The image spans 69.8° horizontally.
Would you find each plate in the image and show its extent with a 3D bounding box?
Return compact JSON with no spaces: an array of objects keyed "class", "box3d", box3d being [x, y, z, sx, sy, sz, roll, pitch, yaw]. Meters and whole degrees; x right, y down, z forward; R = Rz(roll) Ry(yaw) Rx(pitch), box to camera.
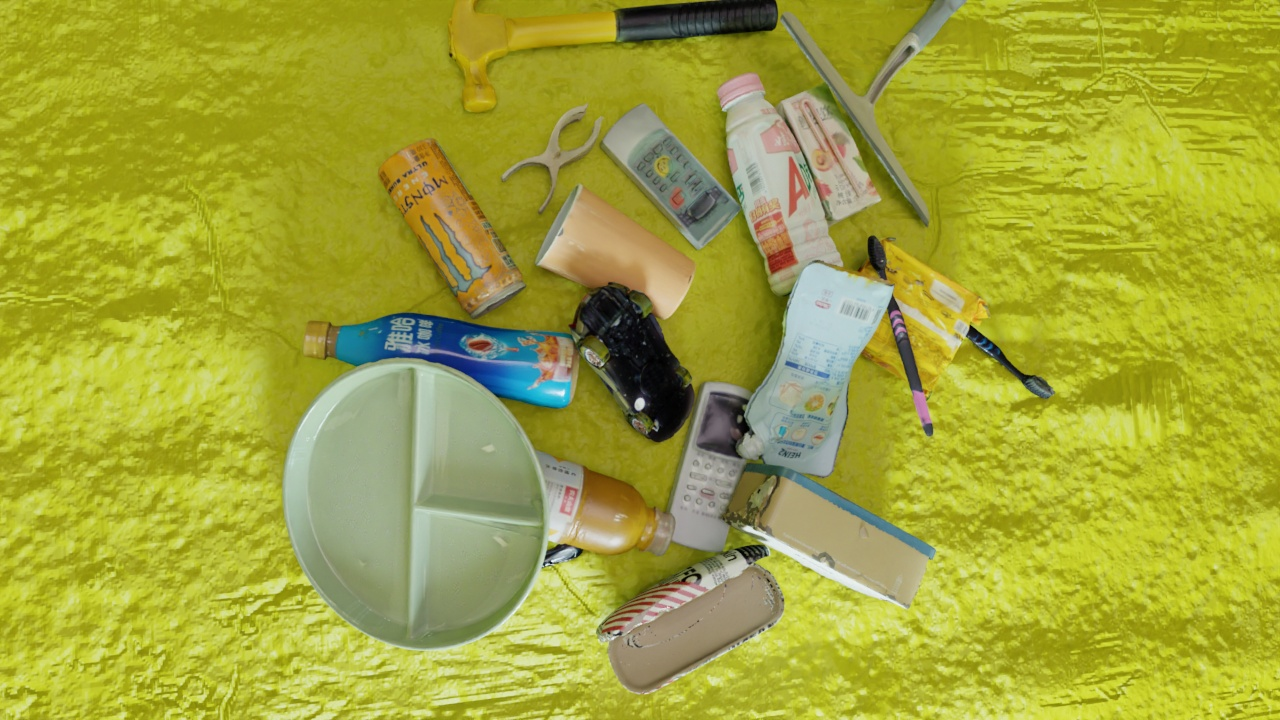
[{"class":"plate","box3d":[-0.175,0.111,0.715,0.230,0.027,0.230,1,95,16]}]

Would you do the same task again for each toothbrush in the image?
[{"class":"toothbrush","box3d":[0.234,-0.021,0.821,0.014,0.017,0.189,-17,93,4]},{"class":"toothbrush","box3d":[0.327,-0.022,0.884,0.189,0.016,0.014,38,78,-6]}]

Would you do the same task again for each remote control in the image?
[{"class":"remote control","box3d":[0.064,0.094,0.818,0.058,0.021,0.150,16,84,-11]},{"class":"remote control","box3d":[0.027,-0.167,0.828,0.056,0.019,0.135,-44,96,-11]}]

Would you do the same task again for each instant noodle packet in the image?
[{"class":"instant noodle packet","box3d":[0.246,-0.039,0.852,0.128,0.044,0.111,34,89,-4]}]

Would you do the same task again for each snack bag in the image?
[{"class":"snack bag","box3d":[0.153,0.012,0.803,0.110,0.039,0.191,8,108,-35]}]

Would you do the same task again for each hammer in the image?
[{"class":"hammer","box3d":[-0.022,-0.300,0.821,0.300,0.033,0.128,-9,89,-12]}]

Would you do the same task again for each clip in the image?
[{"class":"clip","box3d":[-0.074,-0.180,0.804,0.072,0.035,0.100,40,88,-7]}]

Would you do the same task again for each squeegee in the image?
[{"class":"squeegee","box3d":[0.261,-0.301,0.878,0.246,0.039,0.246,46,72,-24]}]

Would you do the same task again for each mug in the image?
[{"class":"mug","box3d":[-0.019,-0.088,0.789,0.122,0.078,0.078,28,81,-15]}]

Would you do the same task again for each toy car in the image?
[{"class":"toy car","box3d":[-0.005,0.005,0.779,0.070,0.042,0.158,-47,126,-24]}]

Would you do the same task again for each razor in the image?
[{"class":"razor","box3d":[-0.114,0.184,0.774,0.142,0.022,0.043,-24,118,-15]}]

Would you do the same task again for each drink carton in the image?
[{"class":"drink carton","box3d":[0.170,-0.189,0.847,0.053,0.045,0.122,-25,91,-12]}]

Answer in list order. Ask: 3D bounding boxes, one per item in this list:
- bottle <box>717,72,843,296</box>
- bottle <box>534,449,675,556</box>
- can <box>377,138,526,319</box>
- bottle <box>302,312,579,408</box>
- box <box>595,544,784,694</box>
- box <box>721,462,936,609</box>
[{"class":"bottle","box3d":[0.120,-0.159,0.825,0.068,0.068,0.197,-19,88,-13]},{"class":"bottle","box3d":[-0.064,0.118,0.765,0.189,0.068,0.068,20,82,-10]},{"class":"can","box3d":[-0.157,-0.109,0.766,0.058,0.058,0.146,-33,93,-12]},{"class":"bottle","box3d":[-0.161,-0.003,0.754,0.218,0.065,0.065,7,85,-12]},{"class":"box","box3d":[0.047,0.220,0.778,0.162,0.076,0.086,-27,90,-12]},{"class":"box","box3d":[0.167,0.153,0.795,0.184,0.090,0.062,28,79,-18]}]
